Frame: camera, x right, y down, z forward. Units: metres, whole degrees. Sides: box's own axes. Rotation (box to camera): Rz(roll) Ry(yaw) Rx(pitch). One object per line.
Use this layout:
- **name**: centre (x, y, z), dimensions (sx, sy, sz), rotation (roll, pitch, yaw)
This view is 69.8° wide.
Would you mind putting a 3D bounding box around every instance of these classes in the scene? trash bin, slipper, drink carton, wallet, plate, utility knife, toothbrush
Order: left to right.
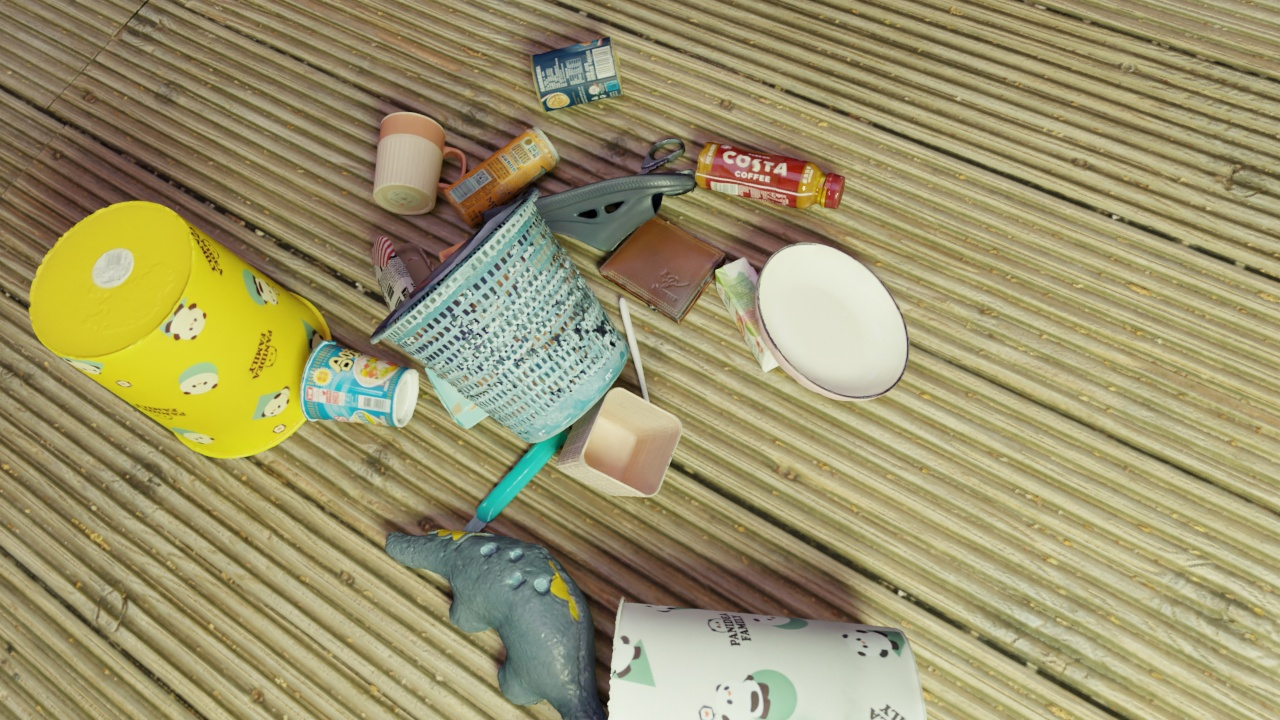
- **trash bin**: centre (-0.514, -0.035, 1.038), dimensions (0.230, 0.255, 0.229), rotation (-4, 67, 9)
- **trash bin**: centre (-0.128, -0.030, 0.945), dimensions (0.226, 0.227, 0.195), rotation (-45, 106, -10)
- **utility knife**: centre (-0.138, 0.131, 1.034), dimensions (0.029, 0.013, 0.174), rotation (39, 82, 25)
- **slipper**: centre (-0.059, -0.173, 1.108), dimensions (0.268, 0.110, 0.083), rotation (-8, 103, 18)
- **toothbrush**: centre (-0.006, 0.006, 1.062), dimensions (0.016, 0.016, 0.180), rotation (-17, 66, 9)
- **wallet**: centre (0.026, -0.113, 1.098), dimensions (0.124, 0.032, 0.101), rotation (33, 79, 22)
- **drink carton**: centre (0.131, -0.054, 1.041), dimensions (0.045, 0.053, 0.122), rotation (-25, 66, -3)
- **trash bin**: centre (0.104, 0.325, 0.803), dimensions (0.252, 0.230, 0.229), rotation (-1, 67, 3)
- **plate**: centre (0.202, -0.038, 0.995), dimensions (0.192, 0.039, 0.192), rotation (12, 59, -20)

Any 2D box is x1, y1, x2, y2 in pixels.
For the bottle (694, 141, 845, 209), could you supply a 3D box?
- **bottle**: centre (0.156, -0.219, 1.104), dimensions (0.175, 0.057, 0.057), rotation (16, 71, 16)

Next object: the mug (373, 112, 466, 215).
- **mug**: centre (-0.285, -0.251, 1.192), dimensions (0.114, 0.082, 0.105), rotation (9, 68, -18)

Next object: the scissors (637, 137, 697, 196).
- **scissors**: centre (-0.010, -0.228, 1.165), dimensions (0.165, 0.014, 0.162), rotation (18, 73, 19)

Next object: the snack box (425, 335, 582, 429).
- **snack box**: centre (-0.157, -0.001, 1.071), dimensions (0.174, 0.052, 0.074), rotation (-35, 67, -5)

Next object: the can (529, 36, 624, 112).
- **can**: centre (-0.081, -0.375, 1.203), dimensions (0.111, 0.075, 0.075), rotation (-12, 66, 5)

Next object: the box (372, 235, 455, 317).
- **box**: centre (-0.283, -0.083, 1.111), dimensions (0.076, 0.086, 0.163), rotation (-35, 67, 6)

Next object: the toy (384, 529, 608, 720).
- **toy**: centre (-0.122, 0.264, 0.934), dimensions (0.356, 0.091, 0.138), rotation (42, 92, 25)

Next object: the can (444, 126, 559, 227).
- **can**: centre (-0.177, -0.234, 1.170), dimensions (0.146, 0.058, 0.058), rotation (-38, 66, -7)

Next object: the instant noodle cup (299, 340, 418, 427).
- **instant noodle cup**: centre (-0.322, 0.033, 1.068), dimensions (0.110, 0.099, 0.099), rotation (11, 70, 7)

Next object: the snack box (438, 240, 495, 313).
- **snack box**: centre (-0.171, -0.095, 1.091), dimensions (0.094, 0.093, 0.077), rotation (-24, 66, -1)

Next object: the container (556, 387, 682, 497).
- **container**: centre (-0.028, 0.091, 0.966), dimensions (0.090, 0.111, 0.090), rotation (28, 70, -16)
